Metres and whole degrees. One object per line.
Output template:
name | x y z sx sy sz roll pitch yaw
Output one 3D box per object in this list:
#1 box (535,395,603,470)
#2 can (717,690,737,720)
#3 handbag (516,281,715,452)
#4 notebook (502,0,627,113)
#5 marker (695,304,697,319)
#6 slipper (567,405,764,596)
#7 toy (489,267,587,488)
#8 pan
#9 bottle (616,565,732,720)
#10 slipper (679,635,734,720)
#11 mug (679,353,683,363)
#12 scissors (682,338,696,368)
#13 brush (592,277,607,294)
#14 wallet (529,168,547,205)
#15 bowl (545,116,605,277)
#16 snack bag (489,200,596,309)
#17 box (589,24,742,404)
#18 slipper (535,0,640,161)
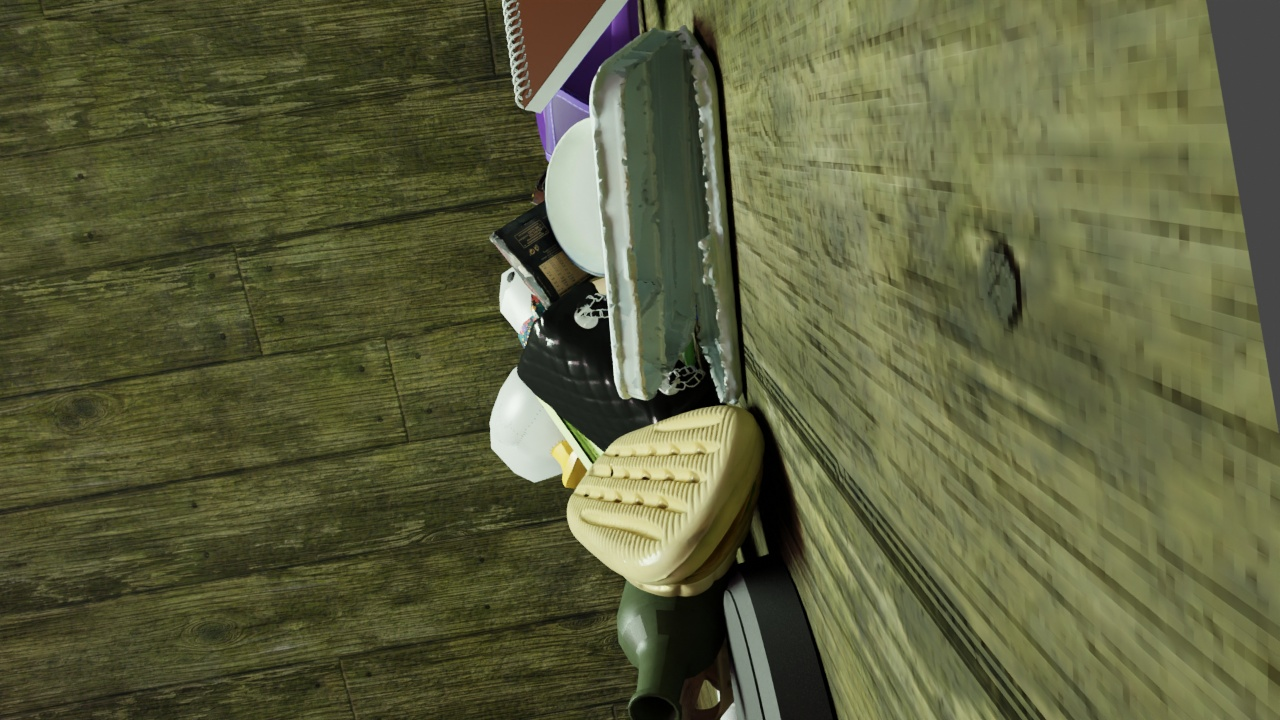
box | -0.013 0.069 0.792 0.188 0.083 0.091 54 174 9
can | 0.084 0.292 0.793 0.032 0.032 0.095 -101 2 -57
handbag | -0.005 0.004 0.712 0.153 0.114 0.125 42 156 11
notebook | -0.054 -0.305 0.645 0.172 0.022 0.209 -36 56 47
marker | 0.026 -0.093 0.622 0.023 0.027 0.133 170 90 -68
slipper | 0.023 0.090 0.561 0.111 0.079 0.262 -56 11 -14
toy | -0.093 0.020 0.982 0.247 0.140 0.267 -54 55 28
pan | 0.089 0.283 0.524 0.225 0.034 0.357 -102 4 -70
bottle | 0.024 0.161 0.621 0.206 0.071 0.071 -69 -27 -64
slipper | 0.059 0.214 0.725 0.238 0.064 0.094 -45 -51 -70
mug | 0.007 0.024 0.880 0.099 0.096 0.120 -84 -26 -51
scissors | 0.034 -0.058 0.788 0.159 0.025 0.172 -90 -3 -58
brush | -0.027 -0.077 0.934 0.229 0.043 0.089 57 -163 -28
wallet | -0.033 -0.130 0.806 0.072 0.123 0.019 -84 17 -67
bowl | -0.010 -0.125 0.696 0.062 0.118 0.118 -16 -82 -48
snack bag | -0.043 -0.109 0.745 0.074 0.154 0.018 52 151 -1
box | 0.005 -0.077 0.524 0.122 0.083 0.216 -108 8 -58
slipper | -0.038 -0.242 0.774 0.084 0.107 0.267 -101 6 -50
